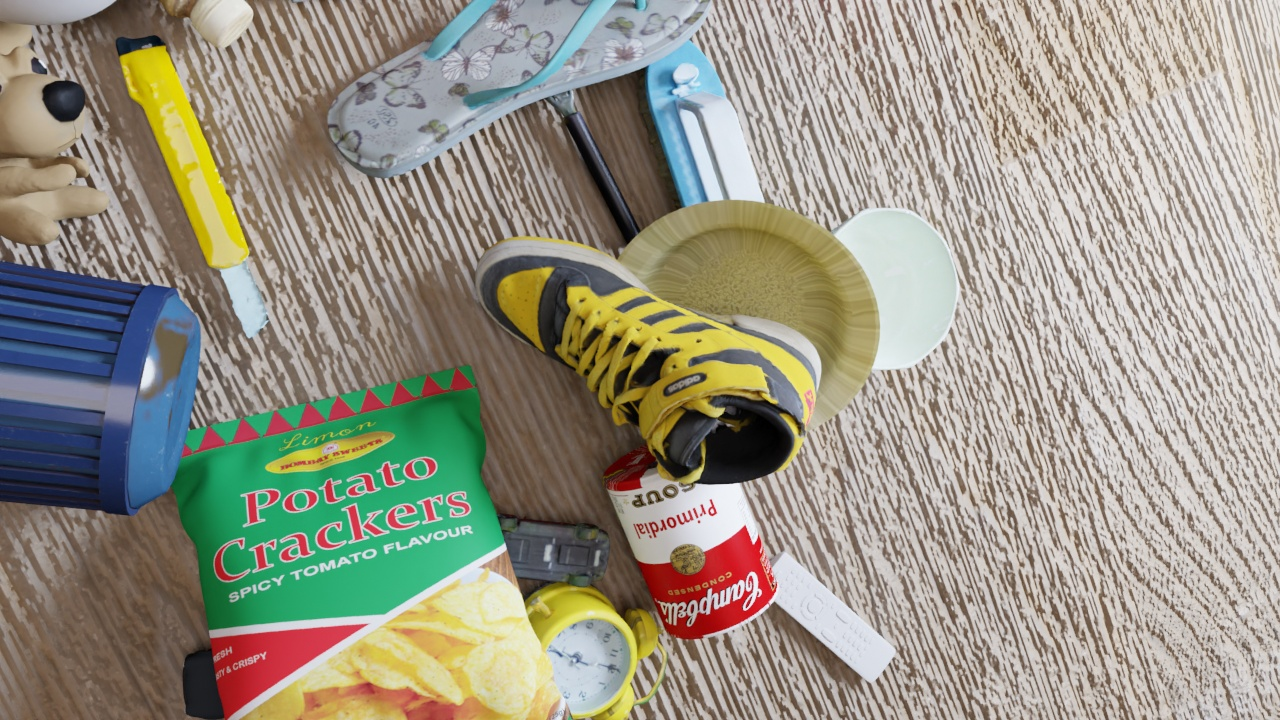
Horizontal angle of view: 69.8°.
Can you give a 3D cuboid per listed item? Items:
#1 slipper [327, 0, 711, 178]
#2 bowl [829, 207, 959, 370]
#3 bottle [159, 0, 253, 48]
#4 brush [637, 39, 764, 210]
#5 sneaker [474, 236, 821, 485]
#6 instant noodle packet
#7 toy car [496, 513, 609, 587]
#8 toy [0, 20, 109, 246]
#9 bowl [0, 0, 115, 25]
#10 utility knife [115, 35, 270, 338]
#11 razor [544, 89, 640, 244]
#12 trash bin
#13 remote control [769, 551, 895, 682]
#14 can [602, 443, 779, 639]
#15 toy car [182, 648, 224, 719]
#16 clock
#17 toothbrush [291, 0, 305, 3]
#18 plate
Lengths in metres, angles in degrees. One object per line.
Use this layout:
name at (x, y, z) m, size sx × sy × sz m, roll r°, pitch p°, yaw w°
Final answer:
slipper at (-0.079, -0.209, 0.584) m, size 0.268 × 0.055 × 0.098 m, roll -28°, pitch 70°, yaw -9°
bowl at (0.167, -0.051, 0.675) m, size 0.117 × 0.061 × 0.117 m, roll -1°, pitch 93°, yaw -17°
bottle at (-0.298, -0.251, 0.524) m, size 0.166 × 0.060 × 0.059 m, roll 43°, pitch 80°, yaw -15°
brush at (0.040, -0.157, 0.624) m, size 0.055 × 0.075 × 0.136 m, roll -22°, pitch 99°, yaw -16°
sneaker at (-0.003, 0.003, 0.567) m, size 0.238 × 0.121 × 0.086 m, roll 18°, pitch 119°, yaw 0°
instant noodle packet at (-0.166, 0.137, 0.552) m, size 0.195 × 0.090 × 0.252 m, roll -14°, pitch 70°, yaw -16°
toy car at (-0.066, 0.128, 0.624) m, size 0.091 × 0.036 × 0.042 m, roll 8°, pitch 90°, yaw -18°
toy at (-0.351, -0.122, 0.501) m, size 0.106 × 0.134 × 0.108 m, roll 1°, pitch 119°, yaw 4°
bowl at (-0.338, -0.256, 0.453) m, size 0.177 × 0.066 × 0.177 m, roll 3°, pitch 117°, yaw 6°
utility knife at (-0.271, -0.105, 0.561) m, size 0.030 × 0.018 × 0.191 m, roll -21°, pitch 95°, yaw -11°
razor at (-0.035, -0.143, 0.629) m, size 0.042 × 0.022 × 0.144 m, roll -32°, pitch 101°, yaw -12°
trash bin at (-0.372, 0.005, 0.473) m, size 0.249 × 0.139 × 0.139 m, roll 10°, pitch 89°, yaw -19°
remote control at (0.142, 0.197, 0.703) m, size 0.131 × 0.012 × 0.033 m, roll 42°, pitch 83°, yaw -14°
can at (0.034, 0.116, 0.628) m, size 0.086 × 0.087 × 0.116 m, roll -24°, pitch 99°, yaw -15°
toy car at (-0.228, 0.199, 0.578) m, size 0.112 × 0.034 × 0.046 m, roll -1°, pitch 92°, yaw -17°
clock at (-0.035, 0.200, 0.627) m, size 0.118 × 0.057 × 0.083 m, roll 25°, pitch 85°, yaw -25°
toothbrush at (-0.118, -0.264, 0.598) m, size 0.222 × 0.027 × 0.026 m, roll -17°, pitch 97°, yaw -17°
plate at (0.068, -0.029, 0.627) m, size 0.184 × 0.036 × 0.185 m, roll 6°, pitch 123°, yaw 10°
